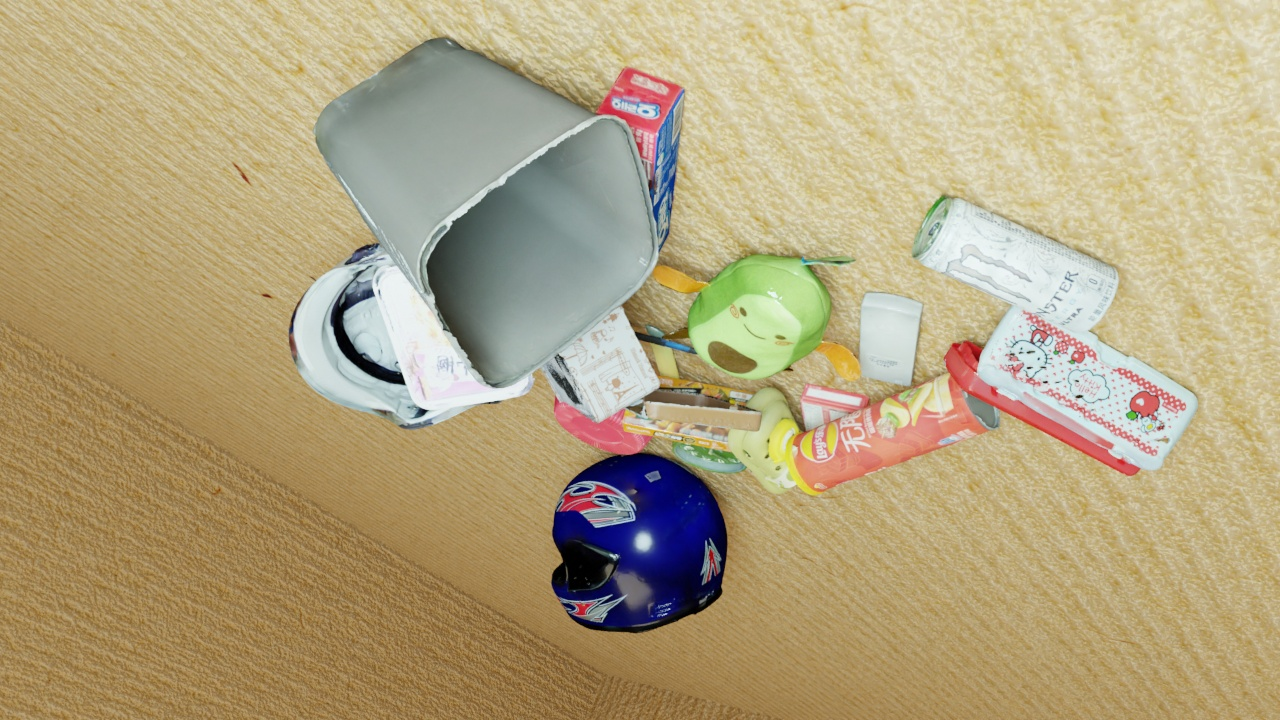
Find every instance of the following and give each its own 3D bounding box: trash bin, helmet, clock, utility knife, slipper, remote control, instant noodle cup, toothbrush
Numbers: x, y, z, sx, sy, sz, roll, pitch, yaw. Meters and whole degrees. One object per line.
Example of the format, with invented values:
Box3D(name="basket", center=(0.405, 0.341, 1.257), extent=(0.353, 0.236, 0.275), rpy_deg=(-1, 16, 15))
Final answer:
Box3D(name="trash bin", center=(-0.134, -0.133, 0.754), extent=(0.220, 0.198, 0.199), rpy_deg=(41, 162, 31))
Box3D(name="helmet", center=(-0.021, 0.265, 1.405), extent=(0.316, 0.246, 0.240), rpy_deg=(-14, 97, 44))
Box3D(name="clock", center=(0.111, 0.104, 1.196), extent=(0.161, 0.056, 0.116), rpy_deg=(1, 152, 29))
Box3D(name="utility knife", center=(0.033, 0.016, 1.147), extent=(0.031, 0.020, 0.196), rpy_deg=(19, 147, 22))
Box3D(name="slipper", center=(0.171, 0.104, 1.078), extent=(0.082, 0.091, 0.190), rpy_deg=(25, 162, 35))
Box3D(name="remote control", center=(0.245, -0.020, 0.904), extent=(0.056, 0.019, 0.135), rpy_deg=(14, 152, 20))
Box3D(name="instant noodle cup", center=(-0.049, 0.071, 1.267), extent=(0.194, 0.065, 0.194), rpy_deg=(20, 153, 10))
Box3D(name="toothbrush", center=(-0.015, -0.030, 1.088), extent=(0.190, 0.016, 0.014), rpy_deg=(16, 153, 27))
Box3D(name="instant noodle cup", center=(-0.191, -0.040, 0.971), extent=(0.138, 0.060, 0.174), rpy_deg=(-9, 122, 4))
Box3D(name="helmet", center=(-0.265, -0.051, 1.083), extent=(0.259, 0.145, 0.229), rpy_deg=(-11, 120, 5))

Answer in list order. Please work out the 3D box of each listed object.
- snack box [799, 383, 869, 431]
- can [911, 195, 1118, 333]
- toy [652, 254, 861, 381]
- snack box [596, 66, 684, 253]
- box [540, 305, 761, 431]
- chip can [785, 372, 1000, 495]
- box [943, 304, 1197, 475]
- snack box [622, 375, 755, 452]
Box3D(name="snack box", center=(0.236, 0.083, 1.098), extent=(0.075, 0.025, 0.153), rpy_deg=(12, 151, 23))
Box3D(name="can", center=(0.291, -0.075, 0.718), extent=(0.147, 0.058, 0.058), rpy_deg=(24, 154, -1))
Box3D(name="toy", center=(0.113, -0.037, 0.902), extent=(0.227, 0.089, 0.247), rpy_deg=(23, 158, -3))
Box3D(name="snack box", center=(-0.002, -0.157, 0.808), extent=(0.058, 0.057, 0.208), rpy_deg=(22, 155, 9))
Box3D(name="box", center=(-0.015, 0.015, 0.982), extent=(0.272, 0.130, 0.179), rpy_deg=(35, 174, -17))
Box3D(name="chip can", center=(0.256, 0.075, 0.951), extent=(0.217, 0.073, 0.073), rpy_deg=(-29, 125, 37))
Box3D(name="box", center=(0.390, 0.019, 0.827), extent=(0.201, 0.095, 0.102), rpy_deg=(27, 112, -9))
Box3D(name="snack box", center=(0.060, 0.064, 1.126), extent=(0.154, 0.075, 0.026), rpy_deg=(10, 151, 8))
